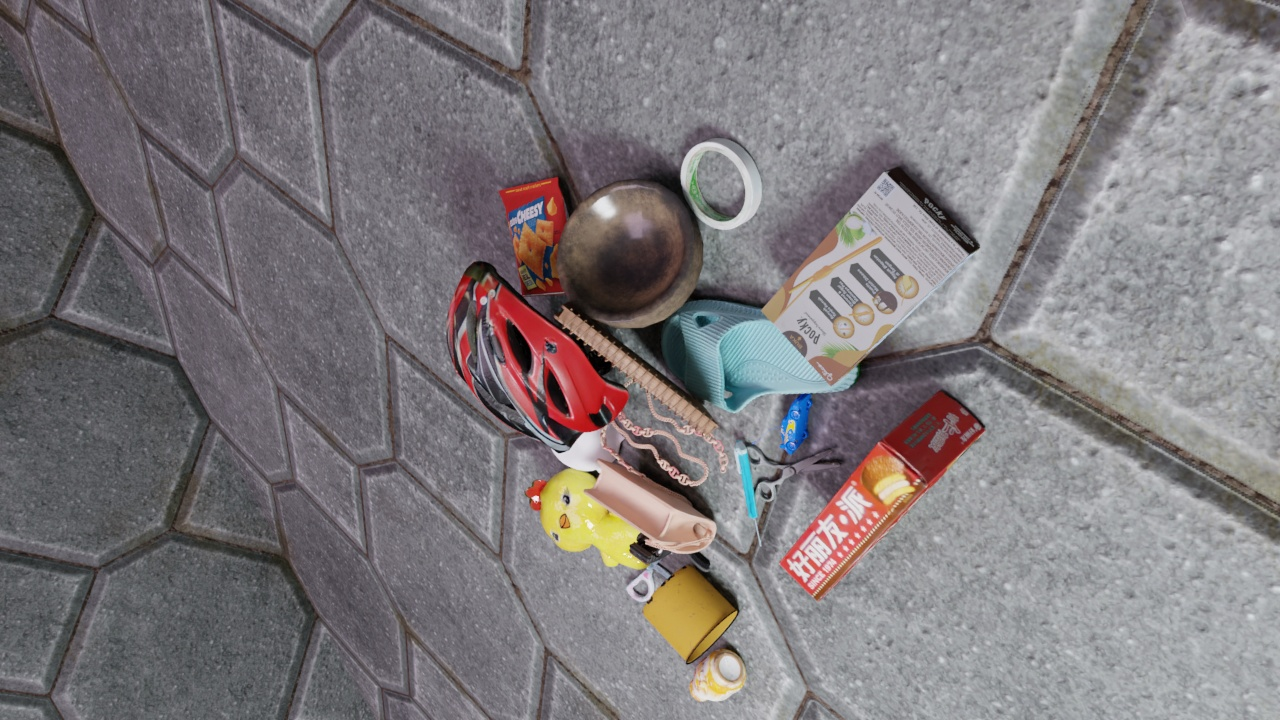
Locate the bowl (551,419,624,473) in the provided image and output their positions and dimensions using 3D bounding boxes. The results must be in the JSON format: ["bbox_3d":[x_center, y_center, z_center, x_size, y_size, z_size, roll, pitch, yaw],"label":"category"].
[{"bbox_3d":[-0.089,0.108,1.288,0.115,0.050,0.115,17,119,32],"label":"bowl"}]

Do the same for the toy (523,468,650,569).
[{"bbox_3d":[-0.069,0.229,1.332,0.208,0.092,0.134,32,123,24],"label":"toy"}]

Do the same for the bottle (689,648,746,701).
[{"bbox_3d":[0.106,0.457,1.315,0.063,0.063,0.109,48,142,13],"label":"bottle"}]

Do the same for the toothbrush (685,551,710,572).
[{"bbox_3d":[0.034,0.239,1.288,0.167,0.012,0.013,37,129,26],"label":"toothbrush"}]

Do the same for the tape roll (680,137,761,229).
[{"bbox_3d":[0.082,-0.181,0.945,0.094,0.018,0.094,28,133,35],"label":"tape roll"}]

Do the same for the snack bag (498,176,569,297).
[{"bbox_3d":[-0.129,-0.155,1.179,0.131,0.039,0.144,1,106,49],"label":"snack bag"}]

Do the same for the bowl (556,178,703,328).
[{"bbox_3d":[-0.005,-0.110,0.999,0.162,0.070,0.162,-5,76,22],"label":"bowl"}]

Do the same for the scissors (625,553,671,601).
[{"bbox_3d":[0.004,0.307,1.368,0.170,0.013,0.175,29,132,28],"label":"scissors"}]

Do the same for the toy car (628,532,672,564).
[{"bbox_3d":[0.025,0.248,1.237,0.040,0.092,0.037,30,120,31],"label":"toy car"}]

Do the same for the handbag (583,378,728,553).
[{"bbox_3d":[0.046,0.145,1.191,0.199,0.116,0.187,28,96,39],"label":"handbag"}]

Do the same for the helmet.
[{"bbox_3d":[-0.137,-0.005,1.139,0.272,0.167,0.217,49,174,-30],"label":"helmet"}]

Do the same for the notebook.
[{"bbox_3d":[-0.006,0.006,1.035,0.210,0.022,0.169,38,-177,-5],"label":"notebook"}]

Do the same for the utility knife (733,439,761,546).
[{"bbox_3d":[0.132,0.165,1.114,0.022,0.015,0.149,-126,21,-64],"label":"utility knife"}]

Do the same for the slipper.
[{"bbox_3d":[0.110,-0.005,0.995,0.277,0.069,0.116,4,114,46],"label":"slipper"}]

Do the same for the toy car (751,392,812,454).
[{"bbox_3d":[0.154,0.069,1.019,0.062,0.033,0.092,22,130,29],"label":"toy car"}]

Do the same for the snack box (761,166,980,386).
[{"bbox_3d":[0.204,-0.073,0.843,0.101,0.031,0.186,49,131,12],"label":"snack box"}]

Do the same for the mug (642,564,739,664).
[{"bbox_3d":[0.064,0.351,1.260,0.094,0.100,0.124,43,142,23],"label":"mug"}]

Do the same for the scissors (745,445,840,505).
[{"bbox_3d":[0.174,0.137,1.062,0.160,0.014,0.121,14,123,46],"label":"scissors"}]

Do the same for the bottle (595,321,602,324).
[{"bbox_3d":[-0.053,-0.102,1.118,0.056,0.056,0.105,16,126,42],"label":"bottle"}]

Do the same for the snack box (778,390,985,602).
[{"bbox_3d":[0.234,0.140,0.915,0.060,0.112,0.237,45,140,19],"label":"snack box"}]
